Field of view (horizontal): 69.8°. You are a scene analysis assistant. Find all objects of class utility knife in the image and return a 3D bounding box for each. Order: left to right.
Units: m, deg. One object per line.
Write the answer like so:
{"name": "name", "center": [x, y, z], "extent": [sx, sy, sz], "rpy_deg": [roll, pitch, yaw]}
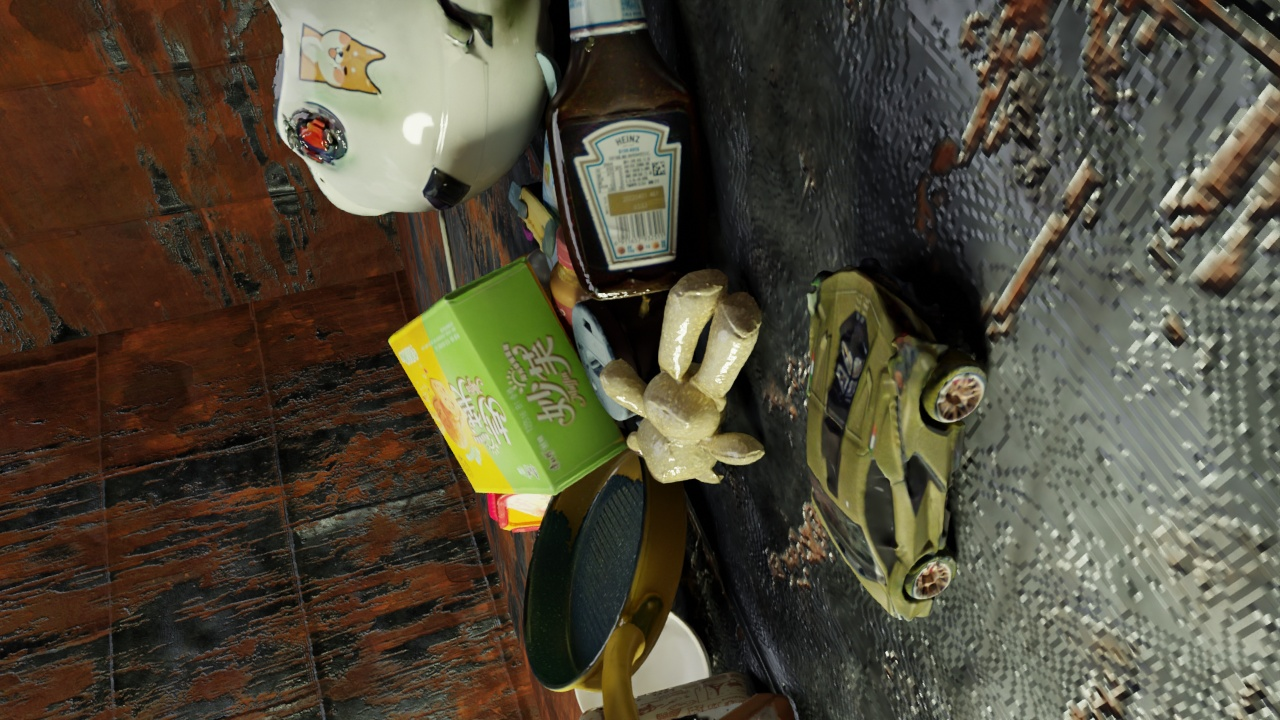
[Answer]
{"name": "utility knife", "center": [-0.088, -0.119, 0.736], "extent": [0.216, 0.022, 0.031], "rpy_deg": [-119, 40, -68]}

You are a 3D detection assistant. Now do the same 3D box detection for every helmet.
{"name": "helmet", "center": [-0.147, -0.228, 0.683], "extent": [0.157, 0.229, 0.275], "rpy_deg": [16, 127, 23]}

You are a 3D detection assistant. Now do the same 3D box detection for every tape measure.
{"name": "tape measure", "center": [-0.089, -0.130, 0.817], "extent": [0.058, 0.039, 0.057], "rpy_deg": [-144, 42, -66]}

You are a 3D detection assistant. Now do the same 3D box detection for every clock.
{"name": "clock", "center": [-0.004, 0.004, 0.611], "extent": [0.082, 0.055, 0.122], "rpy_deg": [42, 149, 56]}

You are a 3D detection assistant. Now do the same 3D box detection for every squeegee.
{"name": "squeegee", "center": [-0.133, -0.011, 0.838], "extent": [0.247, 0.039, 0.247], "rpy_deg": [18, 120, 56]}

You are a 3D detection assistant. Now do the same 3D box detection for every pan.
{"name": "pan", "center": [-0.022, 0.166, 0.615], "extent": [0.198, 0.078, 0.357], "rpy_deg": [-67, 23, 9]}

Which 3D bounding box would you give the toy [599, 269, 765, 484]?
{"name": "toy", "center": [0.030, 0.015, 0.522], "extent": [0.105, 0.066, 0.158], "rpy_deg": [25, 141, 12]}

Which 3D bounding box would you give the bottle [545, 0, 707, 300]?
{"name": "bottle", "center": [-0.011, -0.132, 0.479], "extent": [0.044, 0.080, 0.195], "rpy_deg": [-134, 34, -71]}

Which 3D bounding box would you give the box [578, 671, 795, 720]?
{"name": "box", "center": [0.044, 0.306, 0.552], "extent": [0.174, 0.152, 0.182], "rpy_deg": [47, -153, -85]}

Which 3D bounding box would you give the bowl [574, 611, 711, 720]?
{"name": "bowl", "center": [0.012, 0.249, 0.737], "extent": [0.064, 0.118, 0.118], "rpy_deg": [14, -126, -64]}

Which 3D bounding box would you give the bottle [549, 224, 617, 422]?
{"name": "bottle", "center": [-0.035, -0.027, 0.677], "extent": [0.175, 0.057, 0.057], "rpy_deg": [88, 160, -46]}

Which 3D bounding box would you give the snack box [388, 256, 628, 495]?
{"name": "snack box", "center": [-0.112, 0.021, 0.718], "extent": [0.157, 0.069, 0.210], "rpy_deg": [62, 155, -7]}

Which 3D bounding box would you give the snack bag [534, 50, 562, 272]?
{"name": "snack bag", "center": [-0.056, -0.126, 0.694], "extent": [0.191, 0.039, 0.110], "rpy_deg": [93, 172, -57]}

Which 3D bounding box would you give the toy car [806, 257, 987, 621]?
{"name": "toy car", "center": [0.091, 0.036, 0.354], "extent": [0.070, 0.042, 0.158], "rpy_deg": [-128, 25, -56]}

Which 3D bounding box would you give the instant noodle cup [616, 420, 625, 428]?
{"name": "instant noodle cup", "center": [-0.061, 0.062, 0.862], "extent": [0.138, 0.060, 0.173], "rpy_deg": [107, 144, -61]}

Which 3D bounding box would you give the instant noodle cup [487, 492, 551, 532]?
{"name": "instant noodle cup", "center": [-0.108, 0.105, 0.985], "extent": [0.117, 0.116, 0.124], "rpy_deg": [99, 165, -55]}

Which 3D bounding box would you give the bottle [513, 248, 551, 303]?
{"name": "bottle", "center": [-0.107, -0.058, 0.892], "extent": [0.190, 0.068, 0.068], "rpy_deg": [134, 120, -68]}
